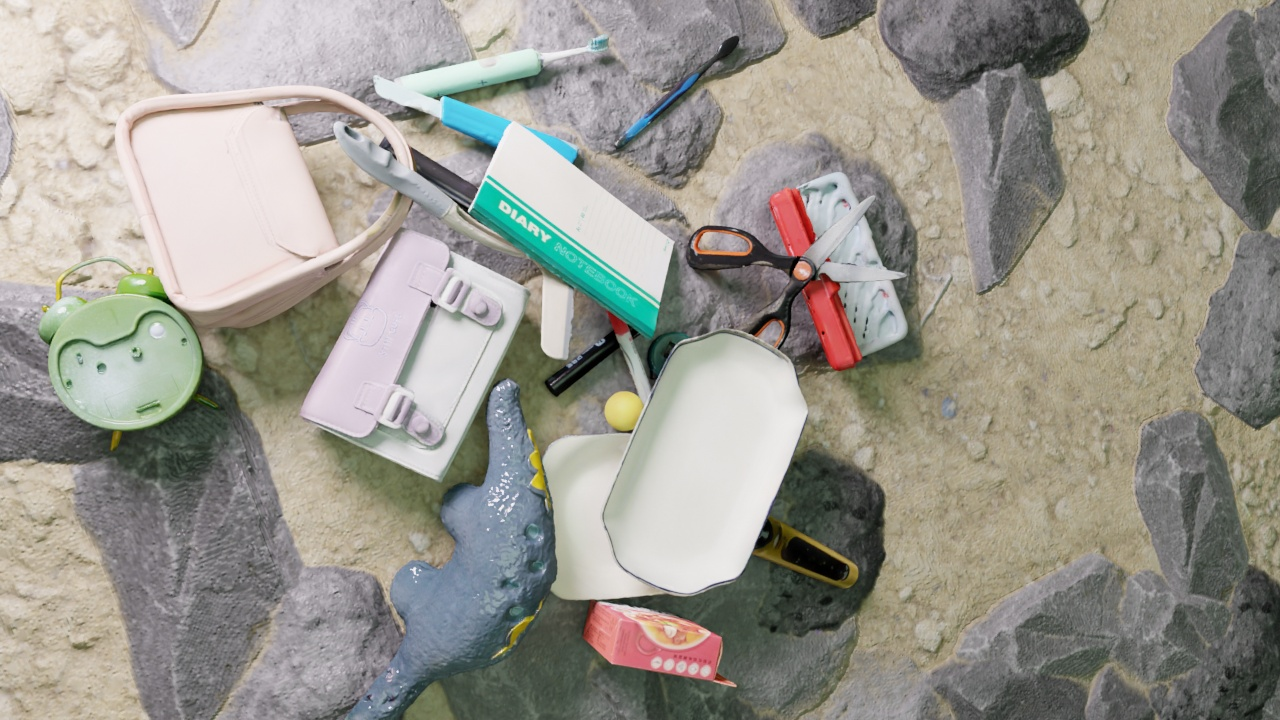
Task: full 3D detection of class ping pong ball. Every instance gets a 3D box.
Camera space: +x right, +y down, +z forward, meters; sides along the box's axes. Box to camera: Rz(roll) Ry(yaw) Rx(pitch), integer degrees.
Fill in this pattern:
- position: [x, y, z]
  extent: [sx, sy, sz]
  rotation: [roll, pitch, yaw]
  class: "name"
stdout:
- position: [-0.016, 0.051, 0.928]
  extent: [0.040, 0.040, 0.040]
  rotation: [1, 86, -17]
  class: "ping pong ball"

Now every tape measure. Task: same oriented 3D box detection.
- position: [0.035, -0.002, 0.954]
  extent: [0.054, 0.025, 0.058]
  rotation: [26, 79, -15]
  class: "tape measure"

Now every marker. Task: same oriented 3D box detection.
- position: [-0.006, 0.005, 0.932]
  extent: [0.017, 0.017, 0.145]
  rotation: [-25, 106, -17]
  class: "marker"
- position: [-0.040, -0.008, 0.935]
  extent: [0.131, 0.020, 0.022]
  rotation: [-38, 97, -16]
  class: "marker"

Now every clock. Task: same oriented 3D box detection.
- position: [-0.446, -0.013, 0.794]
  extent: [0.116, 0.056, 0.161]
  rotation: [-24, 94, -17]
  class: "clock"

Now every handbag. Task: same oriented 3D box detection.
- position: [-0.314, -0.149, 0.806]
  extent: [0.234, 0.093, 0.193]
  rotation: [-22, 89, -10]
  class: "handbag"
- position: [-0.206, -0.006, 0.849]
  extent: [0.145, 0.098, 0.196]
  rotation: [25, 80, -8]
  class: "handbag"

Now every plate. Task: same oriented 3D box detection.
- position: [0.062, 0.099, 0.911]
  extent: [0.162, 0.034, 0.265]
  rotation: [25, 82, -11]
  class: "plate"
- position: [-0.024, 0.155, 0.923]
  extent: [0.164, 0.034, 0.163]
  rotation: [1, 86, -17]
  class: "plate"

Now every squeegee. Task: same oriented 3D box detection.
- position: [-0.165, -0.135, 0.821]
  extent: [0.246, 0.039, 0.245]
  rotation: [28, 42, -28]
  class: "squeegee"

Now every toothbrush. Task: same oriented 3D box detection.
- position: [0.039, -0.287, 0.980]
  extent: [0.189, 0.016, 0.014]
  rotation: [-44, 109, -12]
  class: "toothbrush"
- position: [-0.134, -0.293, 0.918]
  extent: [0.224, 0.027, 0.026]
  rotation: [-18, 63, -17]
  class: "toothbrush"
- position: [-0.160, -0.155, 0.905]
  extent: [0.212, 0.026, 0.027]
  rotation: [31, 113, -14]
  class: "toothbrush"

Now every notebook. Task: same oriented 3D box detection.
- position: [-0.058, -0.126, 0.883]
  extent: [0.209, 0.012, 0.150]
  rotation: [34, 41, -21]
  class: "notebook"

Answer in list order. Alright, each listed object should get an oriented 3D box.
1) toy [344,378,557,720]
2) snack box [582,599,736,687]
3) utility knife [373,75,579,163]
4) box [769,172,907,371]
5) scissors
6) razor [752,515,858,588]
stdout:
- position: [-0.153, 0.199, 0.845]
  extent: [0.138, 0.091, 0.356]
  rotation: [26, 88, 1]
  class: "toy"
- position: [0.020, 0.271, 0.888]
  extent: [0.127, 0.113, 0.044]
  rotation: [16, 81, -16]
  class: "snack box"
- position: [-0.160, -0.232, 0.900]
  extent: [0.209, 0.018, 0.034]
  rotation: [18, 86, -23]
  class: "utility knife"
- position: [0.215, -0.099, 0.979]
  extent: [0.100, 0.112, 0.201]
  rotation: [-21, 92, 8]
  class: "box"
- position: [0.143, -0.086, 0.930]
  extent: [0.231, 0.021, 0.221]
  rotation: [30, 115, 17]
  class: "scissors"
- position: [0.160, 0.199, 0.964]
  extent: [0.167, 0.068, 0.062]
  rotation: [28, 79, -20]
  class: "razor"
